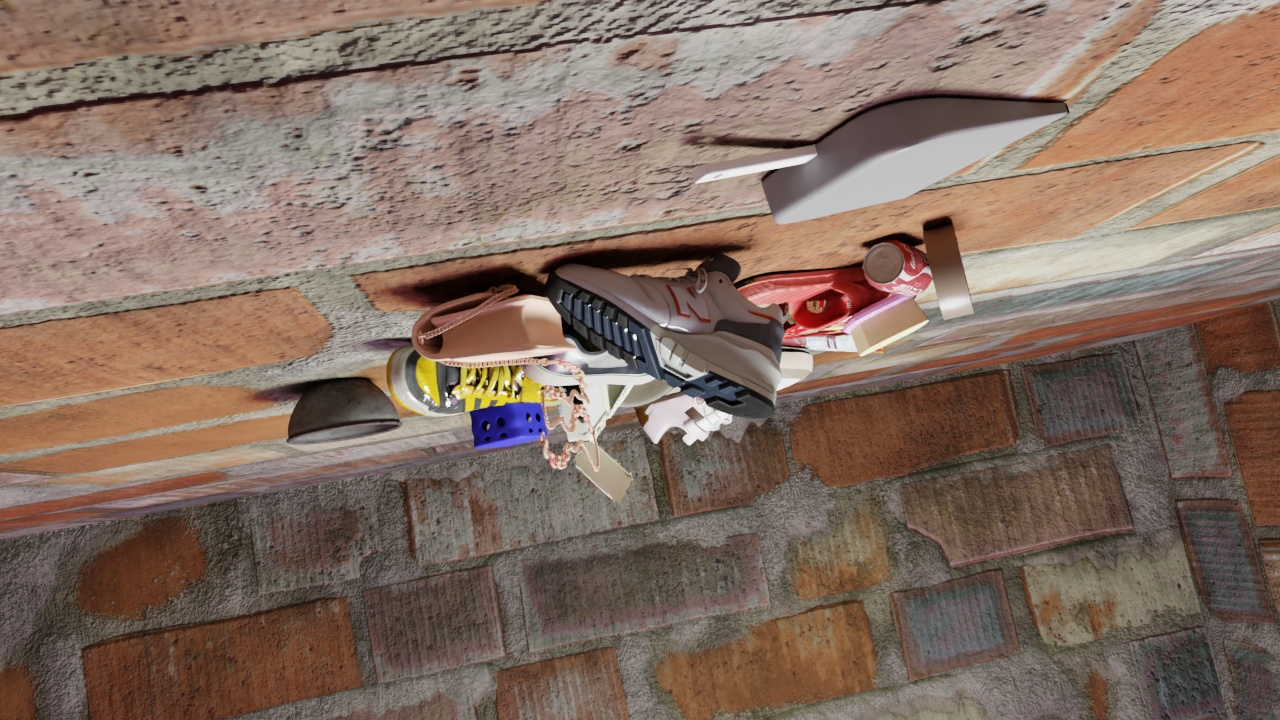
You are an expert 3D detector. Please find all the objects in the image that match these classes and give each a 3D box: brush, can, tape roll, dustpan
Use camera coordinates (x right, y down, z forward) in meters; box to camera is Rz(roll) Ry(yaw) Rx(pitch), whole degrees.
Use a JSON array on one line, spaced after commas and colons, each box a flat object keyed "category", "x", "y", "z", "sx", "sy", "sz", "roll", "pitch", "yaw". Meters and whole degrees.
[{"category": "brush", "x": 0.295, "y": -0.040, "z": 1.130, "sx": 0.089, "sy": 0.043, "sz": 0.228, "roll": -26, "pitch": 172, "yaw": 5}, {"category": "can", "x": 0.274, "y": -0.098, "z": 0.975, "sx": 0.054, "sy": 0.054, "sz": 0.096, "roll": -15, "pitch": 171, "yaw": 32}, {"category": "tape roll", "x": 0.314, "y": -0.090, "z": 0.935, "sx": 0.030, "sy": 0.093, "sz": 0.093, "roll": -13, "pitch": 172, "yaw": 20}, {"category": "dustpan", "x": 0.147, "y": -0.137, "z": 0.639, "sx": 0.257, "sy": 0.033, "sz": 0.163, "roll": -16, "pitch": 176, "yaw": -29}]

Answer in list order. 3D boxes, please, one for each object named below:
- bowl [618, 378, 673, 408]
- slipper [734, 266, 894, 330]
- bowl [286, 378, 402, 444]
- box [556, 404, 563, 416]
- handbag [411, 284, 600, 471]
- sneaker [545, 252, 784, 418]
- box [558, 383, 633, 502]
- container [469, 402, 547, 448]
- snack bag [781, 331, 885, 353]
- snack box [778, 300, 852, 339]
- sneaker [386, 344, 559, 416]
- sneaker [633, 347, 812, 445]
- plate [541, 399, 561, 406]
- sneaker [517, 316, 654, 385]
[{"category": "bowl", "x": -0.007, "y": 0.007, "z": 1.243, "sx": 0.115, "sy": 0.059, "sz": 0.116, "roll": -14, "pitch": 146, "yaw": -10}, {"category": "slipper", "x": 0.217, "y": -0.069, "z": 1.086, "sx": 0.248, "sy": 0.059, "sz": 0.104, "roll": -3, "pitch": 170, "yaw": -35}, {"category": "bowl", "x": -0.388, "y": 0.064, "z": 1.194, "sx": 0.145, "sy": 0.067, "sz": 0.145, "roll": -10, "pitch": 172, "yaw": -2}, {"category": "box", "x": -0.044, "y": 0.043, "z": 1.336, "sx": 0.086, "sy": 0.073, "sz": 0.198, "roll": 25, "pitch": -161, "yaw": 25}, {"category": "handbag", "x": -0.126, "y": 0.029, "z": 0.847, "sx": 0.117, "sy": 0.187, "sz": 0.198, "roll": -12, "pitch": 178, "yaw": 9}, {"category": "sneaker", "x": 0.038, "y": -0.050, "z": 0.854, "sx": 0.239, "sy": 0.124, "sz": 0.089, "roll": 32, "pitch": 155, "yaw": -10}, {"category": "box", "x": -0.033, "y": 0.066, "z": 1.120, "sx": 0.081, "sy": 0.182, "sz": 0.143, "roll": 0, "pitch": -155, "yaw": 18}, {"category": "container", "x": -0.183, "y": 0.056, "z": 1.238, "sx": 0.085, "sy": 0.113, "sz": 0.084, "roll": -14, "pitch": 171, "yaw": 24}, {"category": "snack bag", "x": 0.270, "y": -0.032, "z": 1.412, "sx": 0.208, "sy": 0.066, "sz": 0.138, "roll": -7, "pitch": 175, "yaw": 19}, {"category": "snack box", "x": 0.254, "y": -0.064, "z": 1.248, "sx": 0.152, "sy": 0.036, "sz": 0.133, "roll": -8, "pitch": 172, "yaw": -19}, {"category": "sneaker", "x": -0.168, "y": 0.013, "z": 1.053, "sx": 0.122, "sy": 0.086, "sz": 0.238, "roll": -8, "pitch": 178, "yaw": 31}, {"category": "sneaker", "x": 0.133, "y": 0.061, "z": 1.438, "sx": 0.294, "sy": 0.116, "sz": 0.112, "roll": -12, "pitch": 171, "yaw": 4}, {"category": "plate", "x": -0.080, "y": 0.039, "z": 1.526, "sx": 0.184, "sy": 0.036, "sz": 0.184, "roll": -11, "pitch": 171, "yaw": -2}, {"category": "sneaker", "x": -0.025, "y": -0.025, "z": 1.039, "sx": 0.234, "sy": 0.084, "sz": 0.079, "roll": -7, "pitch": 148, "yaw": -46}]
